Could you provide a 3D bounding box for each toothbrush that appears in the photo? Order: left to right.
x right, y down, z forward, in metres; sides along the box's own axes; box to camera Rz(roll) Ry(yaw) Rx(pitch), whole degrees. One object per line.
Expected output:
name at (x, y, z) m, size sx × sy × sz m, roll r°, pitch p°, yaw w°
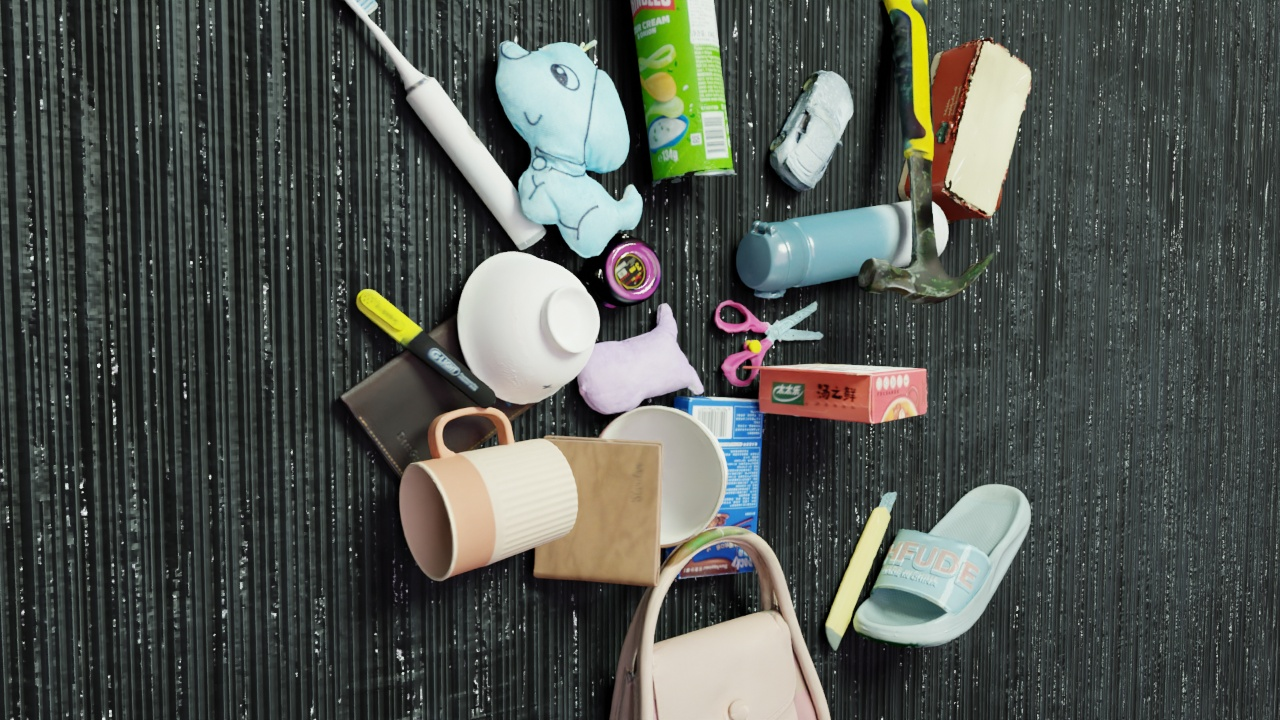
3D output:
toothbrush at (-0.144, -0.176, 0.675) m, size 0.026 × 0.026 × 0.221 m, roll -37°, pitch 111°, yaw -1°

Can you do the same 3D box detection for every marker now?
marker at (-0.154, -0.008, 0.661) m, size 0.124 × 0.015 × 0.018 m, roll 40°, pitch 71°, yaw -6°

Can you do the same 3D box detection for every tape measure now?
tape measure at (-0.015, -0.072, 0.751) m, size 0.058 × 0.039 × 0.057 m, roll 36°, pitch 72°, yaw -22°

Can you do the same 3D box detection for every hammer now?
hammer at (0.261, -0.205, 0.858) m, size 0.126 × 0.032 × 0.322 m, roll 8°, pitch 71°, yaw -17°

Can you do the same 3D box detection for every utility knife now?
utility knife at (0.223, 0.206, 0.921) m, size 0.031 × 0.019 × 0.173 m, roll 39°, pitch 74°, yaw -31°

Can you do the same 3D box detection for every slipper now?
slipper at (0.309, 0.196, 0.925) m, size 0.244 × 0.104 × 0.074 m, roll -38°, pitch 113°, yaw -29°

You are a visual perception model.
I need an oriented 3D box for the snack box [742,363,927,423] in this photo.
snack box at (0.171, 0.027, 0.806) m, size 0.126 × 0.113 × 0.044 m, roll -2°, pitch 94°, yaw -48°

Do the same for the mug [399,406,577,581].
mug at (-0.114, 0.090, 0.672) m, size 0.105 × 0.082 × 0.114 m, roll -11°, pitch 87°, yaw -39°

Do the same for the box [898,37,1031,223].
box at (0.336, -0.230, 0.928) m, size 0.091 × 0.079 × 0.168 m, roll 20°, pitch 83°, yaw -29°

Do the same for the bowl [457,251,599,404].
bowl at (-0.070, -0.028, 0.688) m, size 0.118 × 0.065 × 0.118 m, roll 7°, pitch 79°, yaw -44°

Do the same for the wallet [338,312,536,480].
wallet at (-0.148, 0.029, 0.689) m, size 0.122 × 0.020 × 0.096 m, roll -39°, pitch 111°, yaw -21°

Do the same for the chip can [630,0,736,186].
chip can at (0.030, -0.264, 0.746) m, size 0.072 × 0.072 × 0.236 m, roll -12°, pitch 99°, yaw -30°

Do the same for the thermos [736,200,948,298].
thermos at (0.189, -0.107, 0.857) m, size 0.220 × 0.070 × 0.070 m, roll -13°, pitch 99°, yaw -29°

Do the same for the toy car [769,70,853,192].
toy car at (0.163, -0.214, 0.851) m, size 0.054 × 0.037 × 0.120 m, roll 35°, pitch 72°, yaw -27°

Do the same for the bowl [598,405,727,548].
bowl at (0.019, 0.092, 0.755) m, size 0.062 × 0.113 × 0.113 m, roll -5°, pitch 97°, yaw -74°

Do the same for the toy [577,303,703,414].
toy at (-0.005, 0.004, 0.761) m, size 0.107 × 0.039 × 0.084 m, roll -20°, pitch 88°, yaw -24°

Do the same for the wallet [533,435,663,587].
wallet at (-0.033, 0.119, 0.728) m, size 0.101 × 0.020 × 0.115 m, roll 1°, pitch 89°, yaw 11°

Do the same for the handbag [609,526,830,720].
handbag at (0.064, 0.255, 0.783) m, size 0.193 × 0.093 × 0.234 m, roll -7°, pitch 98°, yaw -32°

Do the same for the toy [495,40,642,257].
toy at (-0.054, -0.173, 0.711) m, size 0.161 × 0.050 × 0.156 m, roll 32°, pitch 69°, yaw -25°

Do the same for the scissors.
scissors at (0.118, -0.034, 0.848) m, size 0.137 × 0.017 × 0.096 m, roll -32°, pitch 102°, yaw -30°

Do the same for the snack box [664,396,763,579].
snack box at (0.066, 0.111, 0.815) m, size 0.084 × 0.026 × 0.157 m, roll 3°, pitch 91°, yaw -32°
